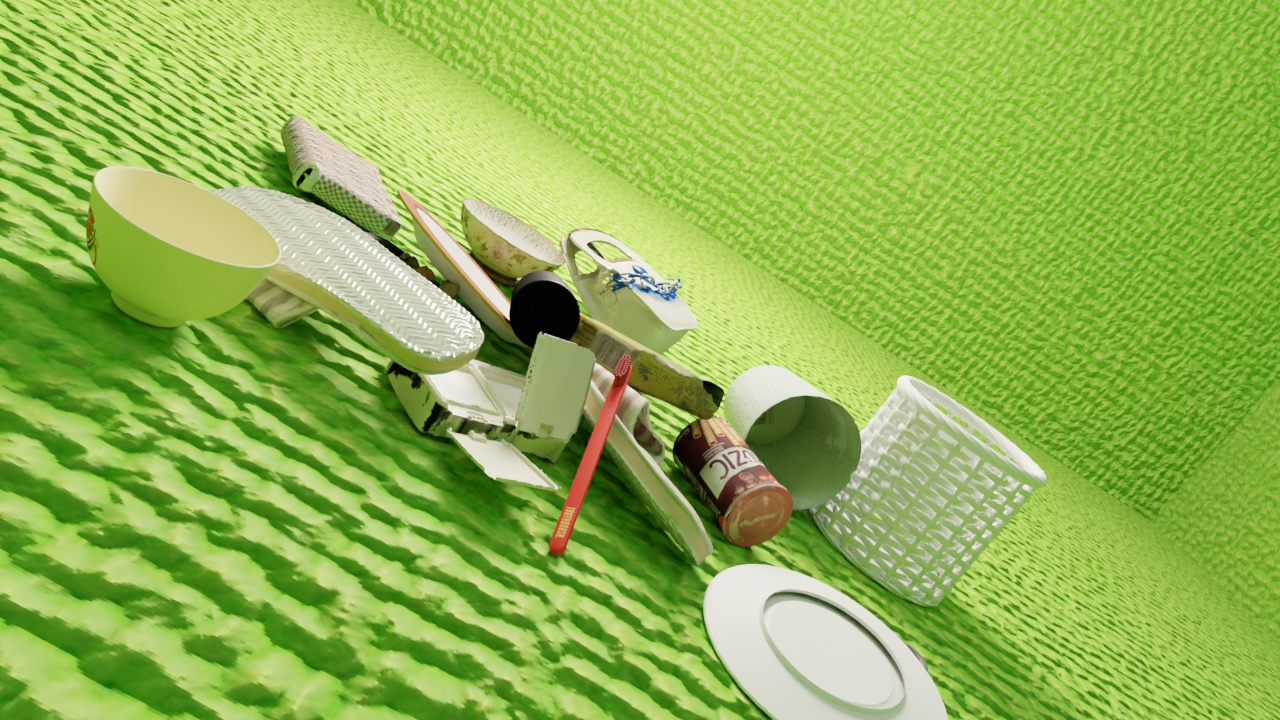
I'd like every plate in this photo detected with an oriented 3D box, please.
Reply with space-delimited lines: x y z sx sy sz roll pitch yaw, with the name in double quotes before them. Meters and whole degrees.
"plate" 0.145 0.224 0.705 0.208 0.015 0.208 22 22 -10
"plate" -0.174 -0.079 0.940 0.230 0.021 0.230 49 0 0

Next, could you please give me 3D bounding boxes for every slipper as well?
"slipper" -0.005 0.068 0.810 0.263 0.052 0.115 51 -8 40
"slipper" -0.243 -0.061 0.724 0.273 0.054 0.114 29 37 16

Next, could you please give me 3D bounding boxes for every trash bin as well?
"trash bin" 0.163 0.078 1.059 0.133 0.133 0.161 30 11 -14

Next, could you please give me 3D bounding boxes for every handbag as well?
"handbag" -0.343 -0.206 1.037 0.124 0.047 0.185 32 13 -37
"handbag" -0.015 -0.100 1.192 0.199 0.093 0.200 53 16 5

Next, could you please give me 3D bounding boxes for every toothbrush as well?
"toothbrush" -0.035 0.065 0.718 0.012 0.018 0.211 11 41 8

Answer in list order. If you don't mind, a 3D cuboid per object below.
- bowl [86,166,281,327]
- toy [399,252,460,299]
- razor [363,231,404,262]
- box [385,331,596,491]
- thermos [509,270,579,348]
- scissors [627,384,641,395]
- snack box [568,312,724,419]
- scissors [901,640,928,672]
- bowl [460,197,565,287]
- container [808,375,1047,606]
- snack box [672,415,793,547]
"bowl" -0.312 -0.065 0.609 0.118 0.074 0.118 31 15 -10
"toy" -0.198 -0.062 0.849 0.100 0.063 0.076 63 9 26
"razor" -0.271 -0.097 0.851 0.064 0.053 0.140 12 -4 33
"box" -0.091 0.031 0.718 0.143 0.099 0.184 18 21 -45
"thermos" -0.096 -0.056 0.900 0.061 0.061 0.231 31 3 -10
"scissors" -0.023 0.025 1.031 0.136 0.019 0.139 36 14 9
"snack box" -0.006 0.005 0.937 0.121 0.045 0.181 27 1 -32
"scissors" 0.199 0.251 0.802 0.170 0.013 0.157 22 17 -38
"bowl" -0.171 -0.137 1.140 0.145 0.063 0.145 31 14 -9
"container" 0.319 0.146 1.039 0.189 0.187 0.189 31 16 -10
"snack box" 0.086 0.113 0.883 0.072 0.072 0.121 23 18 -34
